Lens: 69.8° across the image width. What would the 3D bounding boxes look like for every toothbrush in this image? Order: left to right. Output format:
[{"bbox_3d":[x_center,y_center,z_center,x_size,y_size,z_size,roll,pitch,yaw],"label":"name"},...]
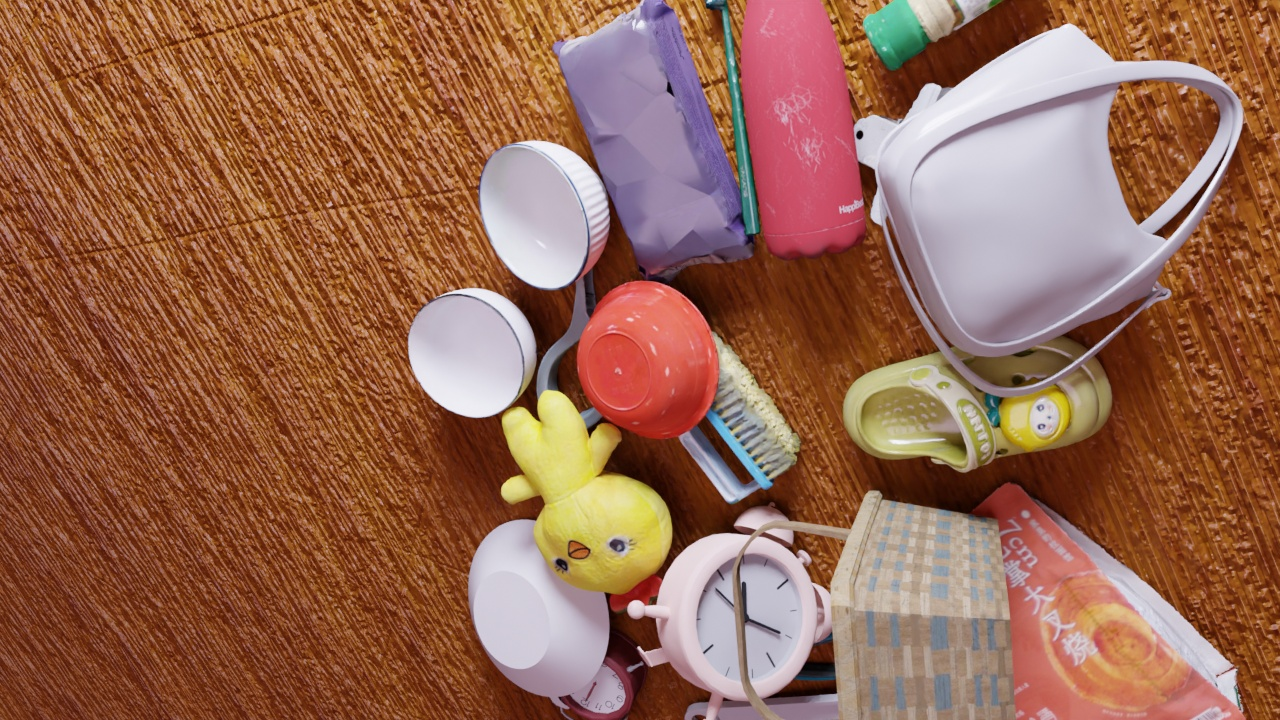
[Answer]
[{"bbox_3d":[0.067,-0.186,0.671,0.017,0.016,0.190,-9,95,3],"label":"toothbrush"}]

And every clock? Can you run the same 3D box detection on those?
[{"bbox_3d":[-0.043,0.317,0.904,0.087,0.044,0.125,28,115,9],"label":"clock"},{"bbox_3d":[0.078,0.211,0.774,0.131,0.160,0.086,60,162,-7],"label":"clock"}]

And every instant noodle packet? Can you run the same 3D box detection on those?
[{"bbox_3d":[0.317,0.221,0.720,0.221,0.083,0.165,44,123,11],"label":"instant noodle packet"}]

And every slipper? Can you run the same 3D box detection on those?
[{"bbox_3d":[0.239,0.036,0.672,0.191,0.081,0.091,-11,102,27],"label":"slipper"}]

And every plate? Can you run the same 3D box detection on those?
[{"bbox_3d":[-0.112,0.243,0.877,0.174,0.036,0.174,3,96,32],"label":"plate"}]

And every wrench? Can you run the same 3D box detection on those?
[{"bbox_3d":[0.167,0.329,0.839,0.274,0.018,0.087,-17,113,29],"label":"wrench"}]

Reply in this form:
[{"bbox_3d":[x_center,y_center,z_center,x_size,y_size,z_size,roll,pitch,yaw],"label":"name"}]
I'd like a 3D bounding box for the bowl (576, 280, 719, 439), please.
[{"bbox_3d":[-0.004,0.004,0.724,0.131,0.045,0.130,9,107,33],"label":"bowl"}]

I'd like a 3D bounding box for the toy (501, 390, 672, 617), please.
[{"bbox_3d":[-0.045,0.123,0.801,0.134,0.092,0.207,-26,105,31],"label":"toy"}]

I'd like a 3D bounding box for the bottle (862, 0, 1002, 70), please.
[{"bbox_3d":[0.205,-0.238,0.604,0.111,0.043,0.043,-29,97,26],"label":"bottle"}]

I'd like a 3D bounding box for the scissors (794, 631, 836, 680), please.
[{"bbox_3d":[0.125,0.275,0.838,0.150,0.019,0.131,32,116,7],"label":"scissors"}]

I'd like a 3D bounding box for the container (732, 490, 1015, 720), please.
[{"bbox_3d":[0.160,0.192,0.652,0.187,0.249,0.157,-3,95,20],"label":"container"}]

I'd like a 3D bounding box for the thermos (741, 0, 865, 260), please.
[{"bbox_3d":[0.107,-0.193,0.641,0.073,0.073,0.240,-5,107,23],"label":"thermos"}]

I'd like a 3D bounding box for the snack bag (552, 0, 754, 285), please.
[{"bbox_3d":[0.010,-0.160,0.699,0.096,0.058,0.205,-18,102,25],"label":"snack bag"}]

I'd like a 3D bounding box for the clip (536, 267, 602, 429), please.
[{"bbox_3d":[-0.030,-0.002,0.791,0.106,0.027,0.164,22,116,11],"label":"clip"}]

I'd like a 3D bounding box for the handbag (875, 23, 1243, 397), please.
[{"bbox_3d":[0.283,-0.105,0.604,0.223,0.095,0.216,-25,108,6],"label":"handbag"}]

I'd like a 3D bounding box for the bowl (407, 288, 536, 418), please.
[{"bbox_3d":[-0.141,-0.012,0.809,0.113,0.063,0.113,7,111,18],"label":"bowl"}]

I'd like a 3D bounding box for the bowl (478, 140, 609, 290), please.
[{"bbox_3d":[-0.066,-0.121,0.732,0.118,0.062,0.118,22,127,32],"label":"bowl"}]

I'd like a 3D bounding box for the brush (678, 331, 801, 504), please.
[{"bbox_3d":[0.065,0.045,0.755,0.075,0.055,0.136,-36,93,23],"label":"brush"}]

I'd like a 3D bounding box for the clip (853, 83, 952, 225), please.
[{"bbox_3d":[0.183,-0.151,0.656,0.057,0.054,0.102,9,117,-20],"label":"clip"}]
